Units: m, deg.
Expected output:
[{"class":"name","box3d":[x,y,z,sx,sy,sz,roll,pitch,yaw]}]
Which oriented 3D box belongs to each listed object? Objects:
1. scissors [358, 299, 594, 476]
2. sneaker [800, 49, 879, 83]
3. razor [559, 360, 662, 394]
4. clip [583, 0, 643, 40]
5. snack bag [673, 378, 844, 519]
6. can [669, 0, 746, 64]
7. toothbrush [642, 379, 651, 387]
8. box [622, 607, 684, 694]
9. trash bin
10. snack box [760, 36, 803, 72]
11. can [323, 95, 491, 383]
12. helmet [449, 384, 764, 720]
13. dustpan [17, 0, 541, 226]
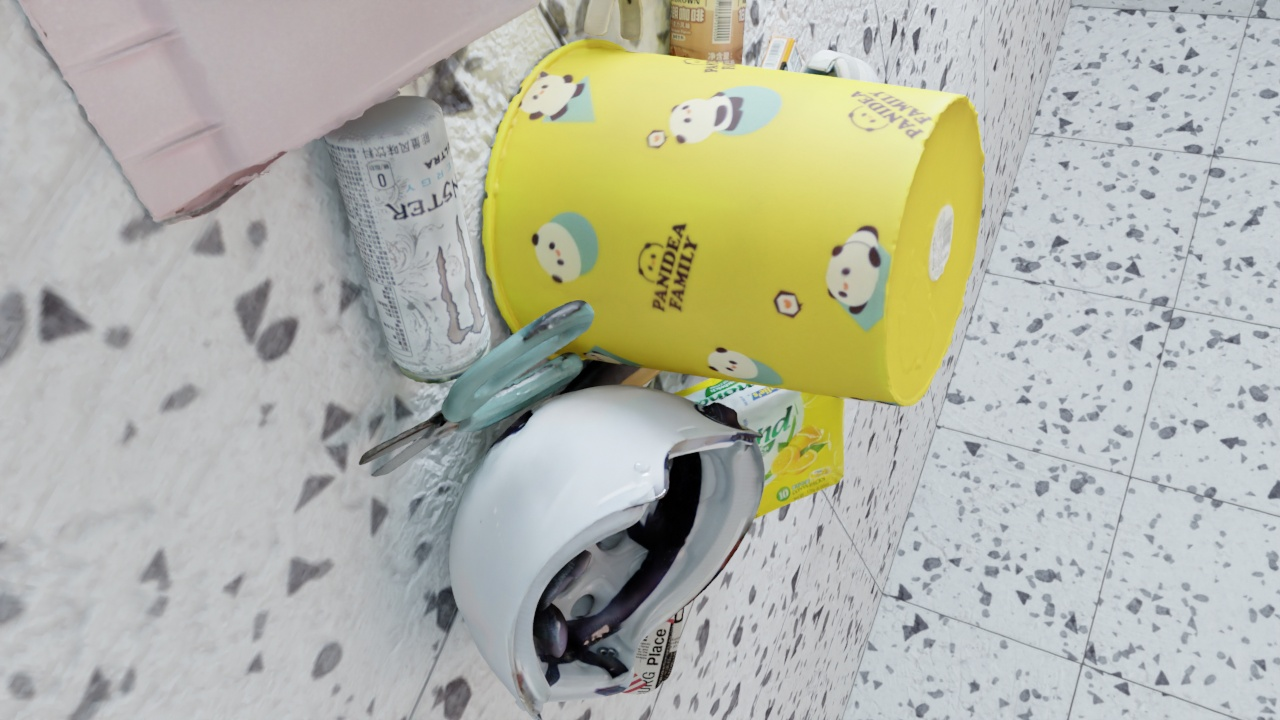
[{"class":"scissors","box3d":[-0.079,0.012,0.529,0.169,0.019,0.182,-25,169,-42]},{"class":"sneaker","box3d":[0.147,-0.180,0.887,0.090,0.089,0.242,-1,119,-53]},{"class":"razor","box3d":[-0.004,0.004,0.748,0.167,0.062,0.068,-39,120,-37]},{"class":"clip","box3d":[-0.016,-0.265,0.606,0.066,0.034,0.099,-22,126,-60]},{"class":"snack bag","box3d":[0.076,0.080,0.833,0.246,0.068,0.158,-21,133,-11]},{"class":"can","box3d":[0.052,-0.277,0.707,0.058,0.058,0.116,-37,135,-51]},{"class":"toothbrush","box3d":[0.011,-0.005,0.811,0.026,0.027,0.220,53,49,-16]},{"class":"box","box3d":[0.001,0.256,0.908,0.087,0.076,0.163,-5,113,-41]},{"class":"trash bin","box3d":[0.068,-0.087,0.598,0.228,0.256,0.230,-28,125,-51]},{"class":"snack box","box3d":[0.154,-0.259,0.958,0.075,0.026,0.153,-68,154,-11]},{"class":"can","box3d":[-0.119,-0.061,0.484,0.058,0.058,0.147,-49,144,-42]},{"class":"helmet","box3d":[-0.033,0.110,0.640,0.258,0.146,0.229,-13,131,-57]},{"class":"dustpan","box3d":[-0.149,-0.221,0.394,0.272,0.139,0.223,-28,135,-20]}]
